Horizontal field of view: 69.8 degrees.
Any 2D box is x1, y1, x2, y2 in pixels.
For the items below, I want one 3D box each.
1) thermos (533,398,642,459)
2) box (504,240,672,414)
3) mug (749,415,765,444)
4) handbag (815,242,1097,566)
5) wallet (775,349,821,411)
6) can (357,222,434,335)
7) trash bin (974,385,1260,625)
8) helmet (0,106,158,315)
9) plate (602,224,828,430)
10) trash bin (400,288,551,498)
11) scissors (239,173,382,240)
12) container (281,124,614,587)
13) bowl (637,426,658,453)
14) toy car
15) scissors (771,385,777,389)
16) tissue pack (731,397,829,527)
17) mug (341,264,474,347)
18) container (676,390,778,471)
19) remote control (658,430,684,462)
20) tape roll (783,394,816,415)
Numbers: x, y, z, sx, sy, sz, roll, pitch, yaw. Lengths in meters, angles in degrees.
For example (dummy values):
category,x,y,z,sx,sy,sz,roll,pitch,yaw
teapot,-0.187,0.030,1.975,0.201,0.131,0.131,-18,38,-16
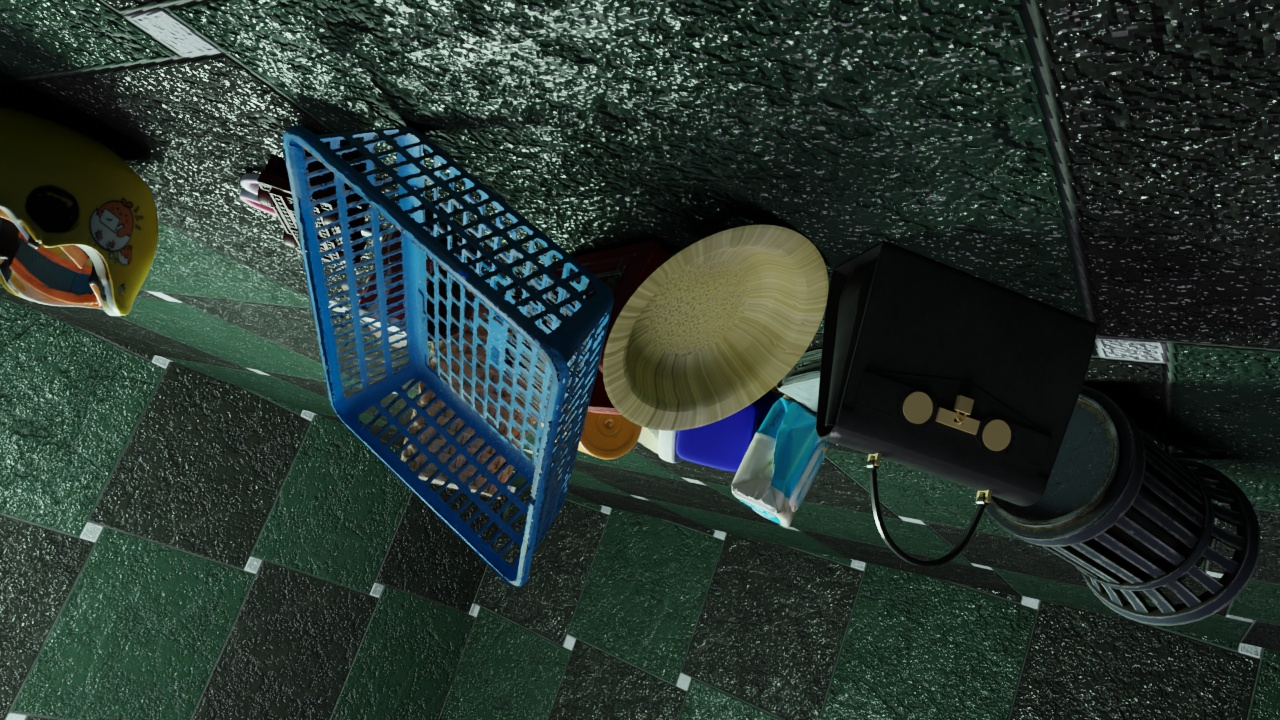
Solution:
category,x,y,z,sx,sy,sz,roll,pitch,yaw
thermos,-0.077,0.063,1.083,0.091,0.076,0.233,33,171,-16
box,-0.016,-0.020,0.785,0.126,0.136,0.158,35,160,-31
mug,0.104,0.072,1.137,0.094,0.085,0.122,17,139,-4
handbag,0.208,0.045,0.644,0.175,0.195,0.072,19,166,-12
wallet,0.210,0.031,0.898,0.131,0.054,0.101,25,156,-25
can,-0.225,-0.076,0.855,0.054,0.096,0.054,15,167,3
trash bin,0.419,0.126,0.824,0.227,0.164,0.165,29,161,-33
helmet,-0.552,-0.155,0.835,0.209,0.139,0.240,8,152,29
plate,0.050,-0.029,0.679,0.184,0.184,0.036,30,-161,-45
trash bin,-0.177,0.042,1.035,0.151,0.210,0.151,14,167,3
scissors,-0.292,-0.136,0.871,0.178,0.016,0.101,19,165,-13
container,-0.142,0.003,0.717,0.257,0.089,0.363,40,147,15
bowl,0.006,0.054,1.131,0.115,0.062,0.115,40,166,12
toy car,-0.264,-0.129,0.763,0.070,0.061,0.170,17,166,-7
scissors,0.149,0.014,0.953,0.229,0.016,0.114,10,150,-12
tissue pack,0.159,0.118,1.012,0.066,0.117,0.209,26,173,17
mug,-0.244,-0.062,0.935,0.122,0.096,0.110,14,164,-27
container,0.098,0.072,1.033,0.084,0.085,0.113,12,-173,20
remote control,0.048,0.063,1.076,0.028,0.114,0.060,18,-160,32
tape roll,0.211,0.066,1.077,0.094,0.027,0.094,15,166,3
